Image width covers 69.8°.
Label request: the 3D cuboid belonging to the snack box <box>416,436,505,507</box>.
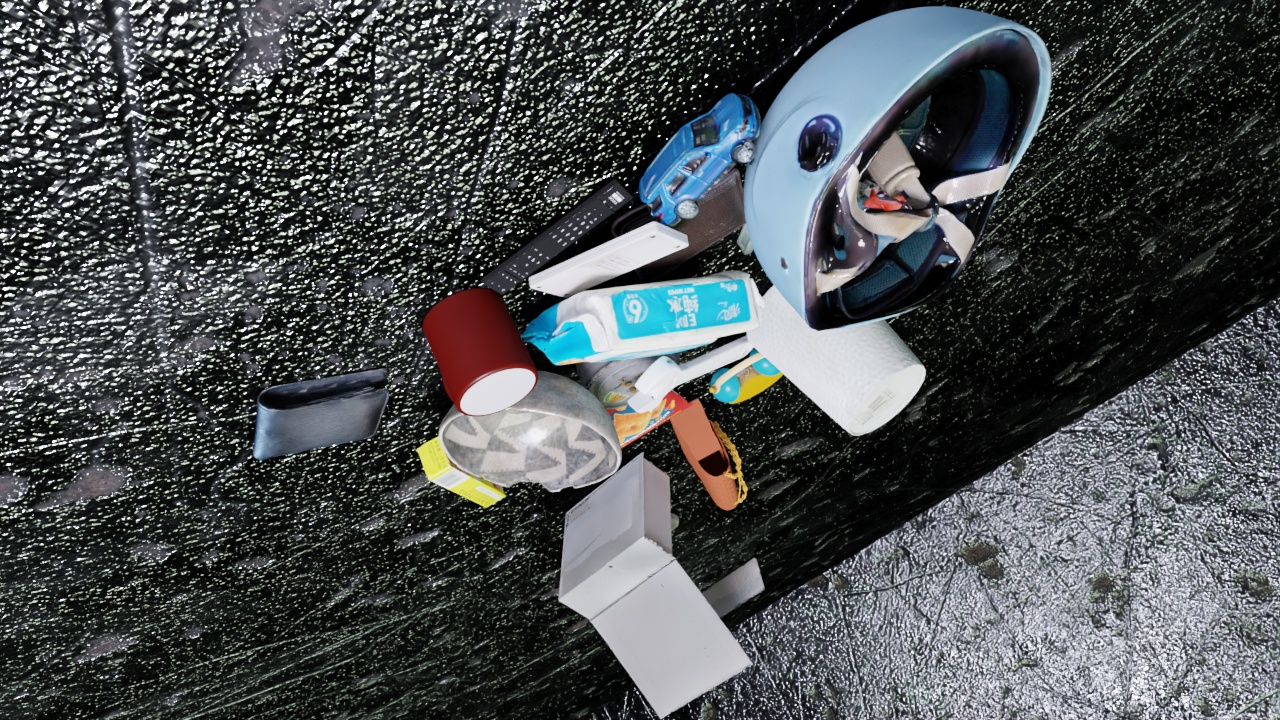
[{"bbox_3d":[-0.195,0.125,1.013,0.029,0.040,0.148,-29,155,4],"label":"snack box"}]

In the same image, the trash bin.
[{"bbox_3d":[0.218,-0.010,1.010,0.133,0.161,0.133,-26,147,-19],"label":"trash bin"}]

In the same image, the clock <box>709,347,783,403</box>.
[{"bbox_3d":[0.138,0.019,1.153,0.099,0.043,0.129,-33,162,10],"label":"clock"}]

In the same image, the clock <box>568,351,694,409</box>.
[{"bbox_3d":[-0.006,0.006,0.964,0.147,0.056,0.104,-8,148,-33],"label":"clock"}]

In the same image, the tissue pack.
[{"bbox_3d":[0.004,-0.038,0.844,0.208,0.066,0.117,-8,177,-34],"label":"tissue pack"}]

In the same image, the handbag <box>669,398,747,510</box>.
[{"bbox_3d":[0.099,0.132,1.243,0.060,0.108,0.172,-28,155,-2],"label":"handbag"}]

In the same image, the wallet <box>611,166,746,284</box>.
[{"bbox_3d":[0.039,-0.118,0.809,0.120,0.031,0.099,-30,159,2],"label":"wallet"}]

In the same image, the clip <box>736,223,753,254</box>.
[{"bbox_3d":[0.113,-0.132,0.866,0.057,0.023,0.076,-27,157,-6],"label":"clip"}]

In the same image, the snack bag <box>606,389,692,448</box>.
[{"bbox_3d":[-0.014,0.064,1.083,0.131,0.039,0.144,-32,155,7],"label":"snack bag"}]

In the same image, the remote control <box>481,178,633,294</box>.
[{"bbox_3d":[-0.069,-0.100,0.754,0.140,0.009,0.030,-35,154,13],"label":"remote control"}]

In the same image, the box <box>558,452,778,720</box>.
[{"bbox_3d":[0.018,0.309,1.215,0.167,0.339,0.160,-41,163,25],"label":"box"}]

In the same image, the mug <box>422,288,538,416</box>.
[{"bbox_3d":[-0.143,0.003,0.787,0.073,0.082,0.106,-6,147,-39],"label":"mug"}]

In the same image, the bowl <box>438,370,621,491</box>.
[{"bbox_3d":[-0.105,0.059,0.914,0.178,0.081,0.179,3,149,2],"label":"bowl"}]

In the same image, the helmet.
[{"bbox_3d":[0.182,-0.158,0.713,0.225,0.167,0.266,-9,140,-39],"label":"helmet"}]

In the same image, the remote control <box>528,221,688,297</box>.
[{"bbox_3d":[-0.028,-0.084,0.774,0.136,0.011,0.050,-20,162,32],"label":"remote control"}]

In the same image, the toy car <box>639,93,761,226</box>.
[{"bbox_3d":[0.044,-0.156,0.712,0.043,0.056,0.120,23,133,-30],"label":"toy car"}]

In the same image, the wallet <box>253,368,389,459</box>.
[{"bbox_3d":[-0.278,0.050,0.805,0.114,0.026,0.089,-12,152,-31],"label":"wallet"}]

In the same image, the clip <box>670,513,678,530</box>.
[{"bbox_3d":[-0.015,0.230,1.382,0.143,0.073,0.125,10,138,-39],"label":"clip"}]

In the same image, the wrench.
[{"bbox_3d":[0.066,0.005,0.995,0.272,0.018,0.066,-21,149,-57],"label":"wrench"}]
